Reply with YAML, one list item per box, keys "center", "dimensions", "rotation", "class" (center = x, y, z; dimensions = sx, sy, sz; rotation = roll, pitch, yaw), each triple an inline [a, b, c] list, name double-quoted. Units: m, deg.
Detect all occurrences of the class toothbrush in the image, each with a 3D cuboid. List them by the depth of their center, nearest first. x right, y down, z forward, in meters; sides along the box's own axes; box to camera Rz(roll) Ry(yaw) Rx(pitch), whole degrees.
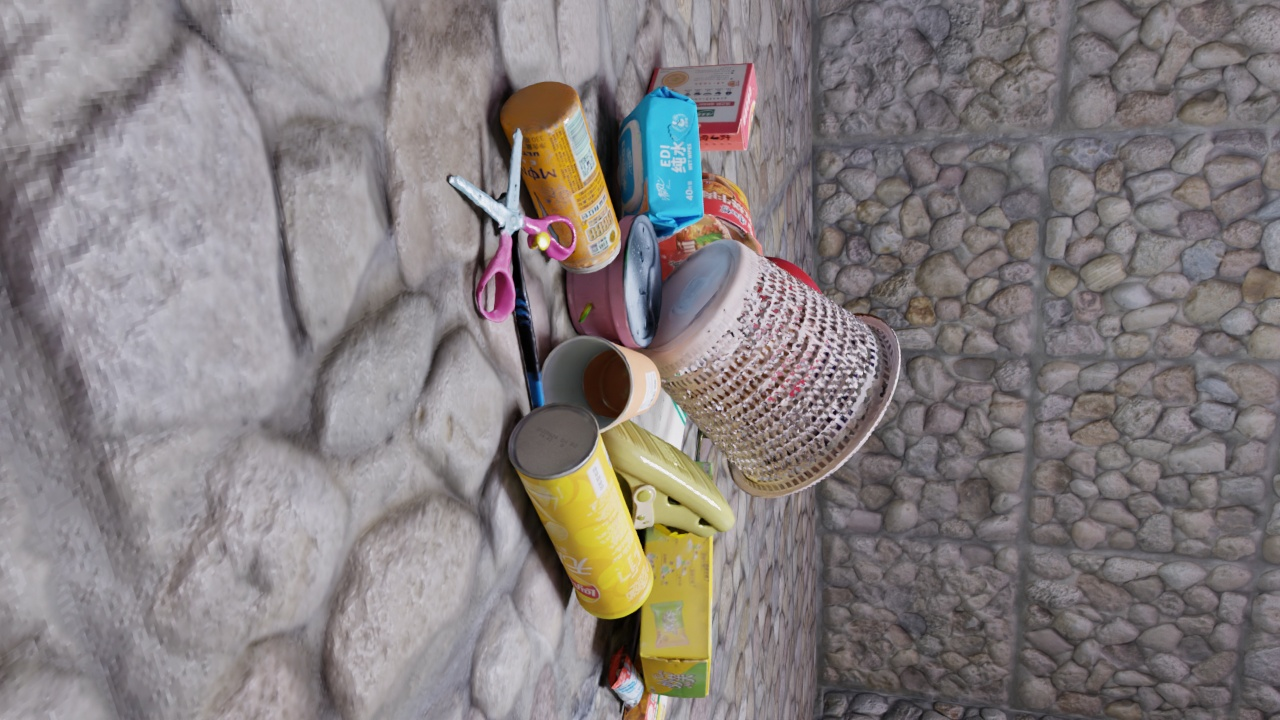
- center: [-0.087, -0.031, 0.677]
  dimensions: [0.016, 0.014, 0.190]
  rotation: [-59, 148, -58]
  class: "toothbrush"
- center: [0.080, 0.173, 1.272]
  dimensions: [0.012, 0.017, 0.185]
  rotation: [76, 21, -62]
  class: "toothbrush"

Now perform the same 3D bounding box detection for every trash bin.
- center: [0.109, -0.007, 0.913]
  dimensions: [0.192, 0.228, 0.226]
  rotation: [38, 44, -23]
  class: "trash bin"

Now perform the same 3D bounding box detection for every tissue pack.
- center: [0.015, -0.180, 0.877]
  dimensions: [0.090, 0.063, 0.140]
  rotation: [166, -78, -71]
  class: "tissue pack"

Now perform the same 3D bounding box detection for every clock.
- center: [-0.018, -0.067, 0.836]
  dimensions: [0.158, 0.060, 0.117]
  rotation: [26, 65, -71]
  class: "clock"

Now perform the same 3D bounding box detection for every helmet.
- center: [0.180, -0.050, 1.252]
  dimensions: [0.207, 0.144, 0.240]
  rotation: [60, 0, 3]
  class: "helmet"

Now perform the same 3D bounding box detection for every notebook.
- center: [0.021, 0.047, 1.019]
  dimensions: [0.209, 0.012, 0.150]
  rotation: [65, 32, -57]
  class: "notebook"

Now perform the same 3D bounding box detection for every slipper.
- center: [0.006, 0.116, 0.866]
  dimensions: [0.190, 0.082, 0.091]
  rotation: [38, 12, -33]
  class: "slipper"

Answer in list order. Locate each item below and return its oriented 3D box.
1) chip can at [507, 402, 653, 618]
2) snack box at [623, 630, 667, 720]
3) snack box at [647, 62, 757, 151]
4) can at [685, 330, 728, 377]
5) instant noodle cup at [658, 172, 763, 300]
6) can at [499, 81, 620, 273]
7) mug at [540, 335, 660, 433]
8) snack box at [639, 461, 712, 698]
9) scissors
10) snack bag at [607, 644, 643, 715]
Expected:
- center: [-0.043, 0.128, 0.739]
  dimensions: [0.214, 0.072, 0.071]
  rotation: [74, 23, -46]
  class: "chip can"
- center: [0.015, 0.343, 1.044]
  dimensions: [0.077, 0.027, 0.155]
  rotation: [69, 27, -50]
  class: "snack box"
- center: [0.062, -0.267, 0.995]
  dimensions: [0.044, 0.113, 0.126]
  rotation: [74, 24, -49]
  class: "snack box"
- center: [0.094, 0.009, 1.219]
  dimensions: [0.094, 0.066, 0.066]
  rotation: [60, 35, -61]
  class: "can"
- center: [0.064, -0.131, 1.006]
  dimensions: [0.108, 0.138, 0.138]
  rotation: [-84, 166, -46]
  class: "instant noodle cup"
- center: [-0.057, -0.135, 0.691]
  dimensions: [0.146, 0.058, 0.058]
  rotation: [71, 25, -50]
  class: "can"
- center: [-0.025, 0.020, 0.773]
  dimensions: [0.122, 0.078, 0.078]
  rotation: [1, 90, -73]
  class: "mug"
- center: [0.041, 0.231, 0.969]
  dimensions: [0.158, 0.070, 0.209]
  rotation: [84, 8, -58]
  class: "snack box"
- center: [-0.089, -0.087, 0.627]
  dimensions: [0.133, 0.017, 0.135]
  rotation: [31, 76, -54]
  class: "scissors"
- center: [-0.014, 0.329, 0.943]
  dimensions: [0.104, 0.026, 0.048]
  rotation: [73, 33, -49]
  class: "snack bag"
